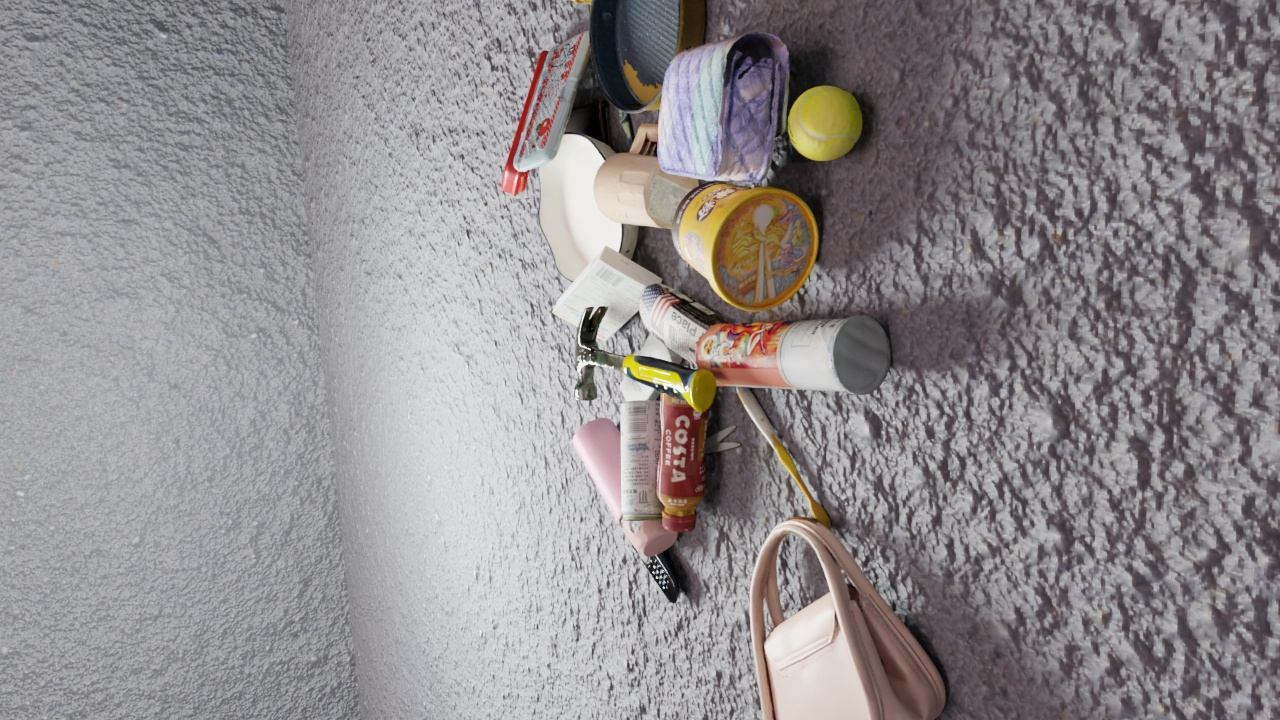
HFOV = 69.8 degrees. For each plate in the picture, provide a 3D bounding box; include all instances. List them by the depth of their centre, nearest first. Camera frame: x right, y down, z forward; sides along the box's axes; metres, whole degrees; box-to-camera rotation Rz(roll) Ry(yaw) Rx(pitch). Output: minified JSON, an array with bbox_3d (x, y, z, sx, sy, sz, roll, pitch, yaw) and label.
[{"bbox_3d":[-0.068,-0.196,1.207,0.205,0.045,0.205,25,122,49],"label":"plate"}]

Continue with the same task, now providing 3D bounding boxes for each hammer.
[{"bbox_3d":[-0.006,0.006,1.073,0.324,0.031,0.126,15,106,63],"label":"hammer"}]

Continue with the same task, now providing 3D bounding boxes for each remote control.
[{"bbox_3d":[0.013,0.015,1.167,0.056,0.019,0.135,63,144,27],"label":"remote control"},{"bbox_3d":[0.020,0.260,1.212,0.136,0.024,0.053,51,149,40],"label":"remote control"}]

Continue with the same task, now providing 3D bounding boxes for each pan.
[{"bbox_3d":[-0.050,-0.429,1.100,0.357,0.078,0.198,49,135,41],"label":"pan"}]

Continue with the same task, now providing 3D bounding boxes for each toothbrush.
[{"bbox_3d":[0.148,0.100,0.972,0.191,0.016,0.018,60,152,29],"label":"toothbrush"},{"bbox_3d":[-0.024,-0.306,1.147,0.016,0.018,0.191,-28,74,57],"label":"toothbrush"}]

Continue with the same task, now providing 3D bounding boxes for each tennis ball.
[{"bbox_3d":[0.164,-0.211,0.817,0.065,0.065,0.065,22,116,55],"label":"tennis ball"}]

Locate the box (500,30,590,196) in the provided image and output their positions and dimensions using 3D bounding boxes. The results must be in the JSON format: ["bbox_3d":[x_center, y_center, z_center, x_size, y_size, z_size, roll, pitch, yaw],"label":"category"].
[{"bbox_3d":[-0.129,-0.328,1.211,0.161,0.058,0.200,-21,51,60],"label":"box"}]

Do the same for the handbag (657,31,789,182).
[{"bbox_3d":[0.078,-0.245,0.903,0.194,0.075,0.134,-138,50,-68],"label":"handbag"}]

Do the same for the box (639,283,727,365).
[{"bbox_3d":[0.056,-0.039,1.066,0.164,0.052,0.069,37,118,40],"label":"box"}]

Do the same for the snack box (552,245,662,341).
[{"bbox_3d":[-0.045,-0.083,1.178,0.157,0.084,0.026,-39,26,55],"label":"snack box"}]

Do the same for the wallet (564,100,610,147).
[{"bbox_3d":[-0.077,-0.294,1.237,0.122,0.020,0.096,11,112,56],"label":"wallet"}]

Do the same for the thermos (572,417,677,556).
[{"bbox_3d":[-0.014,0.160,1.213,0.087,0.067,0.198,-49,51,17],"label":"thermos"}]

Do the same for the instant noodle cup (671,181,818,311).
[{"bbox_3d":[0.097,-0.122,0.911,0.114,0.118,0.119,-138,48,-58],"label":"instant noodle cup"}]

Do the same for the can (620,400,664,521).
[{"bbox_3d":[0.005,0.124,1.133,0.058,0.058,0.146,-19,69,59],"label":"can"}]

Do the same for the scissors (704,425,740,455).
[{"bbox_3d":[0.069,0.119,1.110,0.173,0.012,0.133,22,114,54],"label":"scissors"}]

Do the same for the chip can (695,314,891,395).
[{"bbox_3d":[0.142,-0.005,0.902,0.215,0.071,0.071,0,98,59],"label":"chip can"}]

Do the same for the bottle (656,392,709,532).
[{"bbox_3d":[0.049,0.113,1.075,0.057,0.057,0.175,20,111,56],"label":"bottle"}]

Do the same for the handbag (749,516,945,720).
[{"bbox_3d":[0.177,0.270,0.908,0.194,0.093,0.234,-54,47,50],"label":"handbag"}]

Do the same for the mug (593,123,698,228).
[{"bbox_3d":[0.015,-0.215,1.062,0.104,0.084,0.124,22,90,54],"label":"mug"}]
